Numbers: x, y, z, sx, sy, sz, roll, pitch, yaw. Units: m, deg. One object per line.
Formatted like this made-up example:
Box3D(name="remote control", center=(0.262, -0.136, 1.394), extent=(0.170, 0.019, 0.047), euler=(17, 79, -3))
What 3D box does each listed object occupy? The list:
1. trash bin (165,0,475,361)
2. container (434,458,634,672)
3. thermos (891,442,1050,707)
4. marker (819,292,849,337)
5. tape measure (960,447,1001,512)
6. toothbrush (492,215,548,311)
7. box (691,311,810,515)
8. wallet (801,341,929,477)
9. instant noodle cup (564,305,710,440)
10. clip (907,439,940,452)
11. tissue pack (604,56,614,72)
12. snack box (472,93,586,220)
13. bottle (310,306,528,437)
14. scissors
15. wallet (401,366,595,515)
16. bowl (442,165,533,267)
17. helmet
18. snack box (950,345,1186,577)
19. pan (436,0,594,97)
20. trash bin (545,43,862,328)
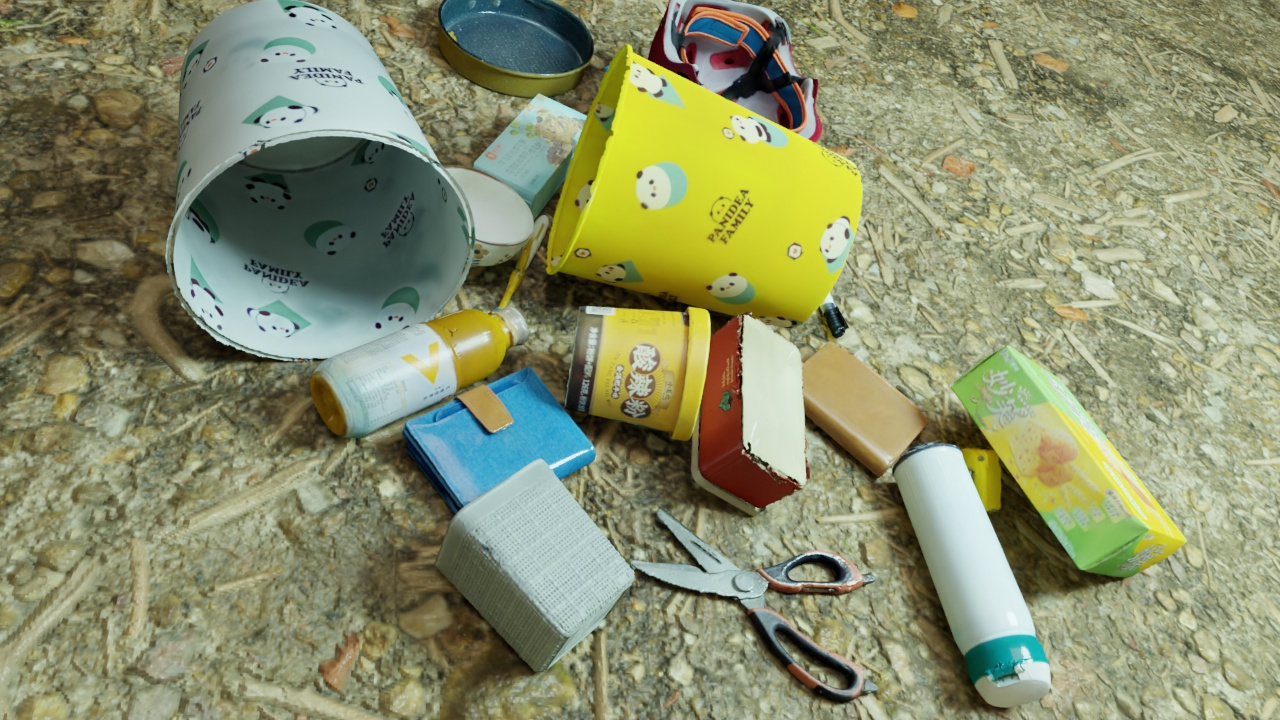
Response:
Box3D(name="trash bin", center=(-0.287, -0.166, 0.786), extent=(0.229, 0.230, 0.251), euler=(-7, 48, -26))
Box3D(name="container", center=(-0.075, 0.152, 0.670), extent=(0.114, 0.090, 0.090), euler=(45, 50, 16))
Box3D(name="thermos", center=(0.287, 0.184, 0.800), extent=(0.073, 0.073, 0.223), euler=(4, 49, -18))
Box3D(name="marker", center=(0.205, -0.080, 1.031), extent=(0.023, 0.018, 0.130), euler=(-24, 51, 15))
Box3D(name="tape measure", center=(0.318, 0.112, 0.878), extent=(0.029, 0.057, 0.060), euler=(0, 91, -18))
Box3D(name="toothbrush", center=(-0.121, -0.091, 0.915), extent=(0.016, 0.018, 0.190), euler=(21, 46, -5))
Box3D(name="box", center=(0.105, 0.042, 0.825), extent=(0.091, 0.080, 0.168), euler=(32, 42, -26))
Box3D(name="wallet", center=(0.215, 0.043, 0.918), extent=(0.132, 0.031, 0.107), euler=(41, 50, 14))
Box3D(name="instant noodle cup", center=(-0.005, 0.005, 0.813), extent=(0.114, 0.119, 0.118), euler=(9, 47, -4))
Box3D(name="clip", center=(0.285, 0.090, 0.905), extent=(0.058, 0.027, 0.045), euler=(-19, 83, -57))
Box3D(name="tissue pack", center=(0.000, -0.275, 1.073), extent=(0.052, 0.095, 0.157), euler=(-18, 57, -30))
Box3D(name="snack box", center=(-0.118, -0.223, 1.010), extent=(0.074, 0.052, 0.174), euler=(26, 45, 1))
Box3D(name="bottle", center=(-0.180, 0.002, 0.775), extent=(0.189, 0.068, 0.068), euler=(-27, 64, -37))
Box3D(name="scissors", center=(0.104, 0.194, 0.754), extent=(0.226, 0.015, 0.188), euler=(-4, 52, -23))
Box3D(name="wallet", center=(-0.116, 0.069, 0.764), extent=(0.132, 0.040, 0.106), euler=(-26, 68, -37))
Box3D(name="bowl", center=(-0.167, -0.131, 0.896), extent=(0.113, 0.062, 0.113), euler=(21, 40, -19))
Box3D(name="helmet", center=(0.103, -0.317, 1.121), extent=(0.206, 0.144, 0.240), euler=(-9, 68, -35))
Box3D(name="snack box", center=(0.407, 0.098, 0.874), extent=(0.157, 0.070, 0.210), euler=(18, 38, -47))
Box3D(name="pan", center=(-0.193, -0.476, 1.187), extent=(0.197, 0.078, 0.357), euler=(-15, 57, -32))
Box3D(name="trash bin", center=(0.062, -0.156, 0.912), extent=(0.255, 0.230, 0.229), euler=(17, 46, -13))
